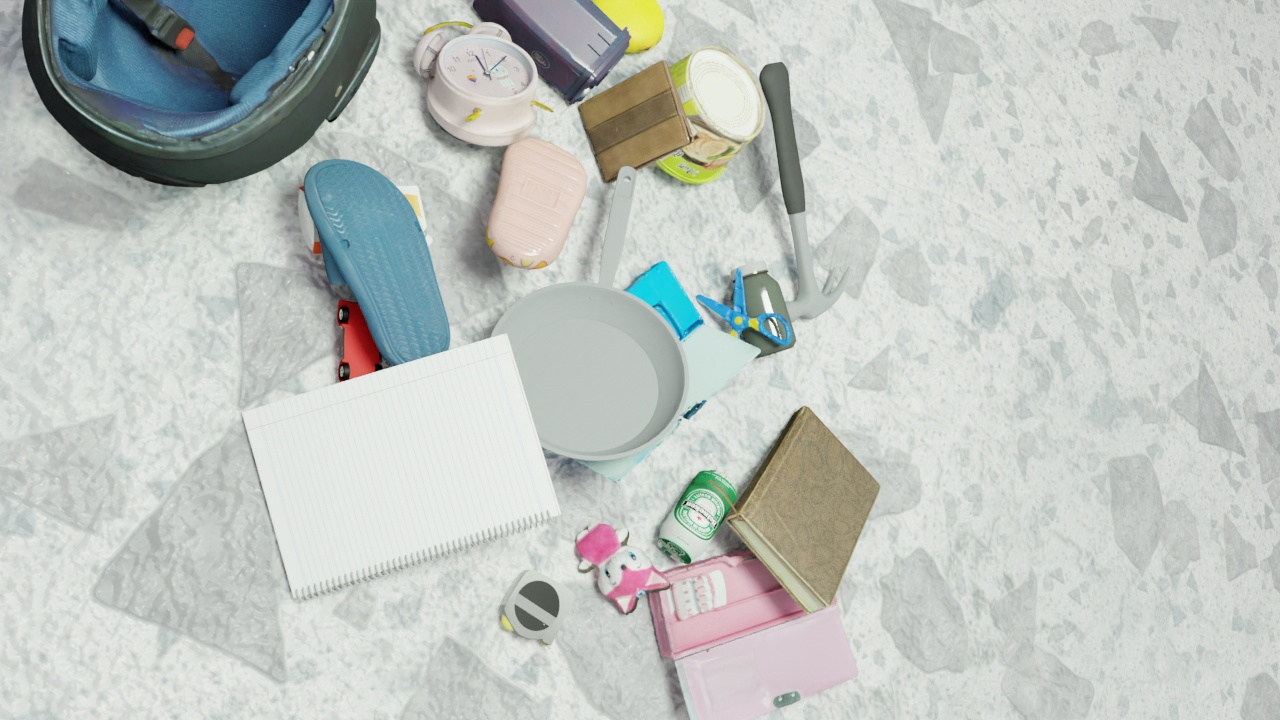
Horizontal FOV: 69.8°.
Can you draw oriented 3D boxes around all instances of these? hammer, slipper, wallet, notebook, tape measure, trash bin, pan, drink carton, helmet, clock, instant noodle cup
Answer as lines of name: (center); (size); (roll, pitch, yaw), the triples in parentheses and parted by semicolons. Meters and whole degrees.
hammer: (0.190, -0.204, 1.121); (0.124, 0.030, 0.311); (-20, 105, -34)
slipper: (-0.245, -0.089, 0.865); (0.103, 0.059, 0.214); (-32, 101, -45)
wallet: (-0.006, -0.266, 1.029); (0.026, 0.121, 0.098); (-14, 85, -59)
slipper: (-0.113, -0.152, 0.957); (0.093, 0.082, 0.196); (18, 45, -13)
notebook: (-0.214, 0.096, 0.829); (0.245, 0.013, 0.178); (-17, 86, -5)
notebook: (0.178, 0.150, 1.043); (0.190, 0.035, 0.214); (48, 44, -7)
tape measure: (-0.103, 0.246, 0.910); (0.065, 0.017, 0.064); (37, 63, -17)
trash bin: (-0.095, -0.375, 1.015); (0.161, 0.094, 0.092); (41, 72, -13)
pan: (-0.041, -0.055, 0.948); (0.200, 0.051, 0.355); (13, 58, -6)
drink carton: (-0.267, -0.140, 0.903); (0.122, 0.039, 0.069); (-9, 82, -36)
helmet: (-0.357, -0.270, 0.762); (0.249, 0.236, 0.315); (22, 71, -23)
clock: (-0.170, -0.298, 0.960); (0.116, 0.059, 0.158); (-20, 65, -28)
instant noodle cup: (0.073, -0.290, 1.072); (0.146, 0.098, 0.146); (15, 64, -33)

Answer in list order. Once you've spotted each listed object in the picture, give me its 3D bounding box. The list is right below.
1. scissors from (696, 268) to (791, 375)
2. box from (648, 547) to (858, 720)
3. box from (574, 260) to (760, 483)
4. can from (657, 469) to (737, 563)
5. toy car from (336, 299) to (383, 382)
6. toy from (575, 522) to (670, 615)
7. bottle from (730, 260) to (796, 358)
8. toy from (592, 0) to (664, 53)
scissors: (0.114, -0.040, 1.069); (0.125, 0.127, 0.015); (34, 14, 21)
box: (0.126, 0.295, 1.013); (0.232, 0.039, 0.179); (-7, 78, -30)
box: (-0.009, 0.016, 0.987); (0.170, 0.071, 0.242); (43, 60, 13)
can: (0.063, 0.168, 0.999); (0.053, 0.053, 0.101); (45, 61, -13)
toy car: (-0.268, -0.016, 0.875); (0.038, 0.025, 0.089); (2, 80, -35)
toy: (-0.024, 0.213, 0.940); (0.065, 0.050, 0.102); (-41, 89, 4)
bottle: (0.143, -0.061, 1.092); (0.060, 0.060, 0.108); (-15, 86, -31)
toy: (-0.014, -0.411, 1.098); (0.095, 0.041, 0.094); (-31, 90, -30)
